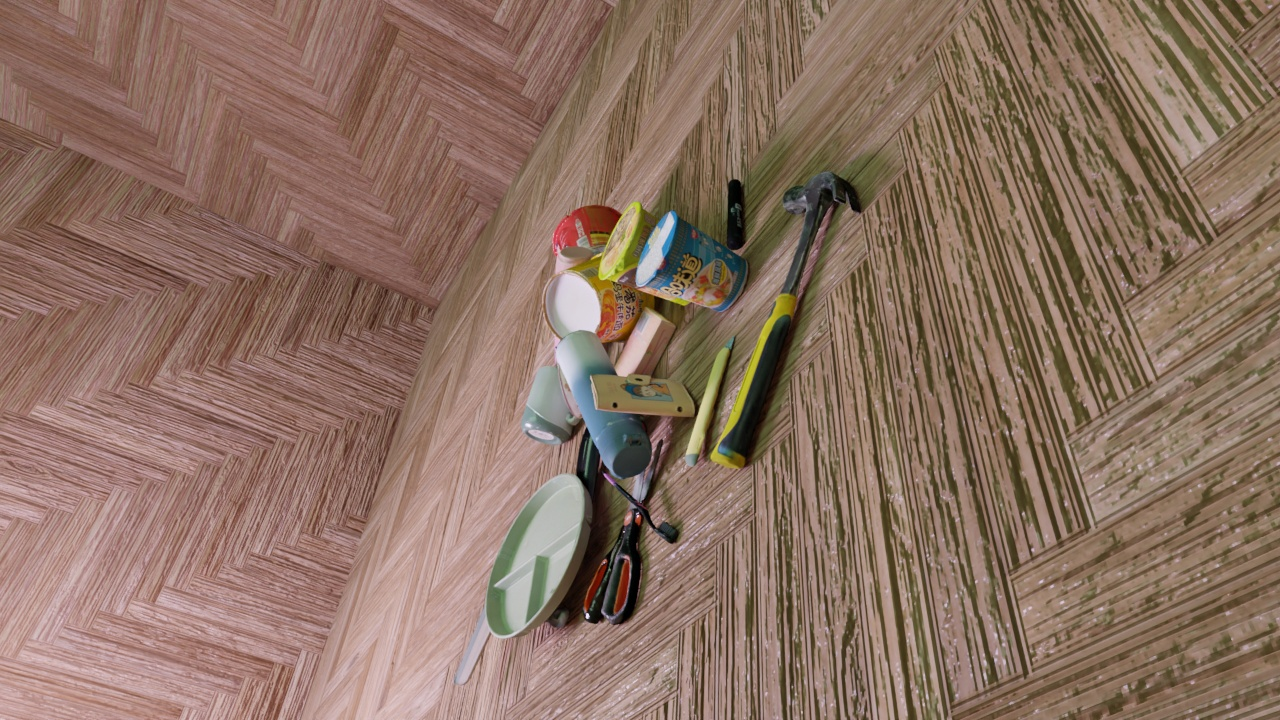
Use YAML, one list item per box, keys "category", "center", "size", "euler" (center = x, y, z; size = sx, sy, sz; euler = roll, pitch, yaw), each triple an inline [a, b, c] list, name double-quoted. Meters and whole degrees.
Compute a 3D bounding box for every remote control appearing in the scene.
- category: "remote control"
  center: [-0.071, 0.136, 1.253]
  size: [0.053, 0.024, 0.136]
  euler: [158, 122, -66]

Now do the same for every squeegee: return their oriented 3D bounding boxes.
- category: "squeegee"
  center: [-0.144, 0.333, 1.219]
  size: [0.250, 0.040, 0.247]
  euler: [-15, 48, 59]

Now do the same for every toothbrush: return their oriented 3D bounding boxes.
- category: "toothbrush"
  center: [-0.004, 0.161, 1.046]
  size: [0.018, 0.014, 0.189]
  euler: [-54, 30, -1]

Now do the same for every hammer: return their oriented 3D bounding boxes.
- category: "hammer"
  center: [0.141, -0.045, 0.929]
  size: [0.126, 0.032, 0.323]
  euler: [-10, 57, 69]

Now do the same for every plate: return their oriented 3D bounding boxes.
- category: "plate"
  center: [-0.132, 0.257, 1.205]
  size: [0.231, 0.027, 0.229]
  euler: [-44, 27, 30]

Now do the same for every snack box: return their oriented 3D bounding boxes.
- category: "snack box"
  center: [-0.008, 0.007, 1.270]
  size: [0.157, 0.026, 0.084]
  euler: [-63, 20, 8]

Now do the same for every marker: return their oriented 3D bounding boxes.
- category: "marker"
  center: [0.120, -0.188, 1.180]
  size: [0.131, 0.020, 0.022]
  euler: [-84, 10, -45]

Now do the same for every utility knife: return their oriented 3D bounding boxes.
- category: "utility knife"
  center: [0.076, 0.044, 1.018]
  size: [0.031, 0.018, 0.166]
  euler: [-24, 46, 57]

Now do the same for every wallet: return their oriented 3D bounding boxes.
- category: "wallet"
  center: [0.000, 0.040, 1.079]
  size: [0.087, 0.115, 0.024]
  euler: [-107, 22, -63]

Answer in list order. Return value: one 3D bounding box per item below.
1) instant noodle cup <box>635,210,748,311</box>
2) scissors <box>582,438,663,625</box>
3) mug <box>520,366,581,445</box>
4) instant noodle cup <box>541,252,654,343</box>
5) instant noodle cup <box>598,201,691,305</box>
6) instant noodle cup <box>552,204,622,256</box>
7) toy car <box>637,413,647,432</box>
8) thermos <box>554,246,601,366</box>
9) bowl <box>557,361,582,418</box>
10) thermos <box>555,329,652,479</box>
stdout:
- category: "instant noodle cup"
  center: [0.064, -0.110, 1.093]
  size: [0.099, 0.110, 0.099]
  euler: [-54, 21, 32]
- category: "scissors"
  center: [-0.022, 0.205, 1.075]
  size: [0.190, 0.021, 0.228]
  euler: [-51, 24, 36]
- category: "mug"
  center: [-0.128, 0.073, 1.449]
  size: [0.112, 0.082, 0.106]
  euler: [-2, 60, 34]
- category: "instant noodle cup"
  center: [-0.066, -0.082, 1.313]
  size: [0.109, 0.138, 0.138]
  euler: [-21, -25, -51]
- category: "instant noodle cup"
  center: [0.025, -0.132, 1.208]
  size: [0.112, 0.123, 0.111]
  euler: [-55, 20, 31]
- category: "instant noodle cup"
  center: [-0.072, -0.171, 1.512]
  size: [0.138, 0.137, 0.108]
  euler: [-56, 29, 27]
- category: "toy car"
  center: [-0.034, 0.068, 1.199]
  size: [0.053, 0.045, 0.120]
  euler: [-54, 39, 16]
- category: "thermos"
  center: [-0.096, -0.082, 1.451]
  size: [0.067, 0.087, 0.199]
  euler: [27, 125, 40]
- category: "bowl"
  center: [-0.074, 0.023, 1.347]
  size: [0.062, 0.113, 0.113]
  euler: [-13, 38, 10]
- category: "thermos"
  center: [-0.047, 0.052, 1.136]
  size: [0.070, 0.070, 0.220]
  euler: [-56, 39, 26]
